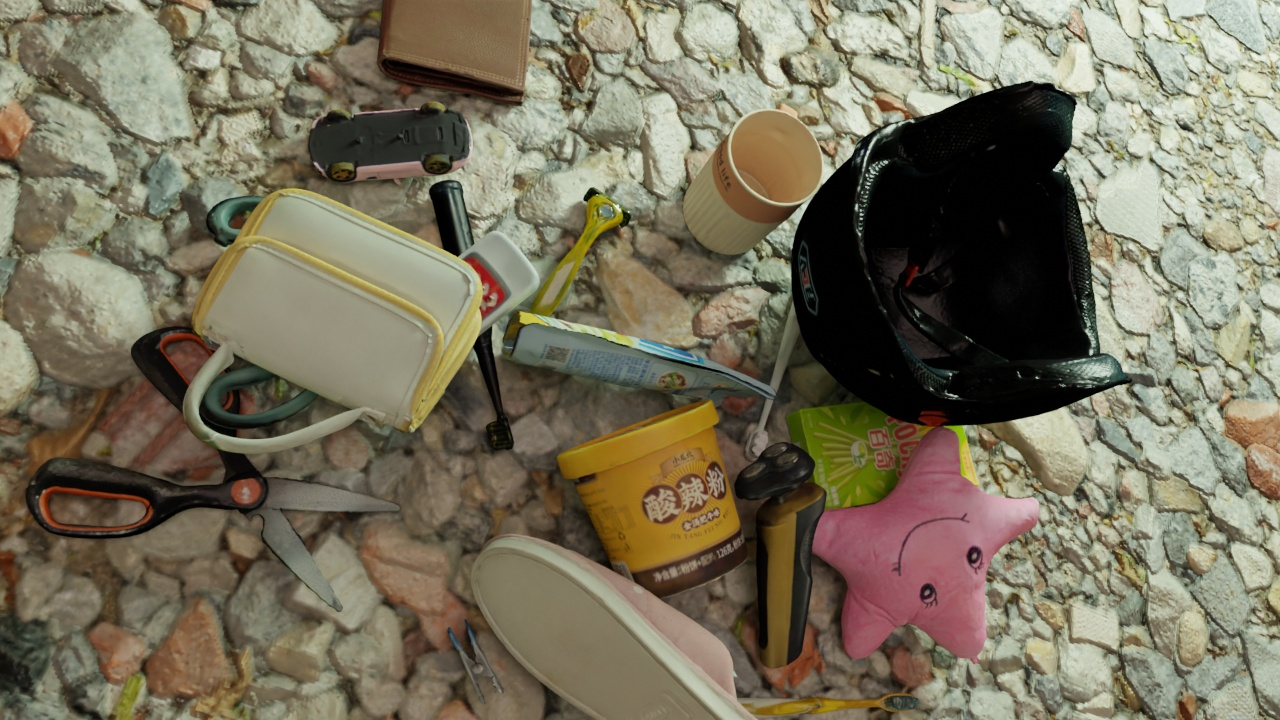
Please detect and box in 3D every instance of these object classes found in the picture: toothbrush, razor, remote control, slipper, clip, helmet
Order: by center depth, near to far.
[{"bbox_3d":[0.004,0.207,0.610,0.274,0.114,0.054,39,36,5],"label":"slipper"},{"bbox_3d":[-0.112,0.204,0.624,0.036,0.026,0.058,-25,88,-17],"label":"clip"},{"bbox_3d":[-0.139,-0.036,0.669,0.136,0.020,0.056,-39,81,-7],"label":"remote control"},{"bbox_3d":[0.101,0.145,0.676,0.067,0.062,0.167,-1,99,-10],"label":"razor"},{"bbox_3d":[0.127,0.260,0.690,0.191,0.018,0.016,5,70,-17],"label":"toothbrush"},{"bbox_3d":[-0.126,-0.035,0.692,0.027,0.026,0.212,-2,73,-45],"label":"toothbrush"},{"bbox_3d":[0.226,-0.062,0.696,0.274,0.231,0.233,2,75,-29],"label":"helmet"},{"bbox_3d":[-0.054,-0.079,0.731,0.043,0.028,0.132,35,68,-10],"label":"razor"},{"bbox_3d":[0.120,0.001,0.769,0.016,0.016,0.179,26,67,-12],"label":"toothbrush"}]

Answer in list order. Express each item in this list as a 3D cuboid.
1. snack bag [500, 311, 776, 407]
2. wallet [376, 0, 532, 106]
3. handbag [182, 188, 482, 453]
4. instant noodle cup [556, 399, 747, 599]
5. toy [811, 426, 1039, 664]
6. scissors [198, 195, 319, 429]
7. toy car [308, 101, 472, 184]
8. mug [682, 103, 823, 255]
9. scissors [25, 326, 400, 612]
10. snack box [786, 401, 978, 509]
[{"bbox_3d":[-0.004,0.004,0.675,0.191,0.110,0.038,14,74,-14],"label":"snack bag"},{"bbox_3d":[-0.151,-0.269,0.754,0.124,0.032,0.101,8,68,-17],"label":"wallet"},{"bbox_3d":[-0.207,-0.012,0.596,0.163,0.063,0.178,25,66,1],"label":"handbag"},{"bbox_3d":[0.014,0.100,0.653,0.118,0.119,0.114,-19,88,-23],"label":"instant noodle cup"},{"bbox_3d":[0.230,0.154,0.719,0.194,0.074,0.178,-29,95,-7],"label":"toy"},{"bbox_3d":[-0.258,-0.041,0.639,0.170,0.019,0.171,41,65,9],"label":"scissors"},{"bbox_3d":[-0.191,-0.165,0.706,0.122,0.037,0.056,-6,72,-7],"label":"toy car"},{"bbox_3d":[0.094,-0.155,0.759,0.081,0.106,0.114,26,67,-10],"label":"mug"},{"bbox_3d":[-0.280,0.072,0.609,0.220,0.022,0.227,-9,76,-21],"label":"scissors"},{"bbox_3d":[0.204,0.075,0.769,0.156,0.026,0.085,-5,76,-20],"label":"snack box"}]
